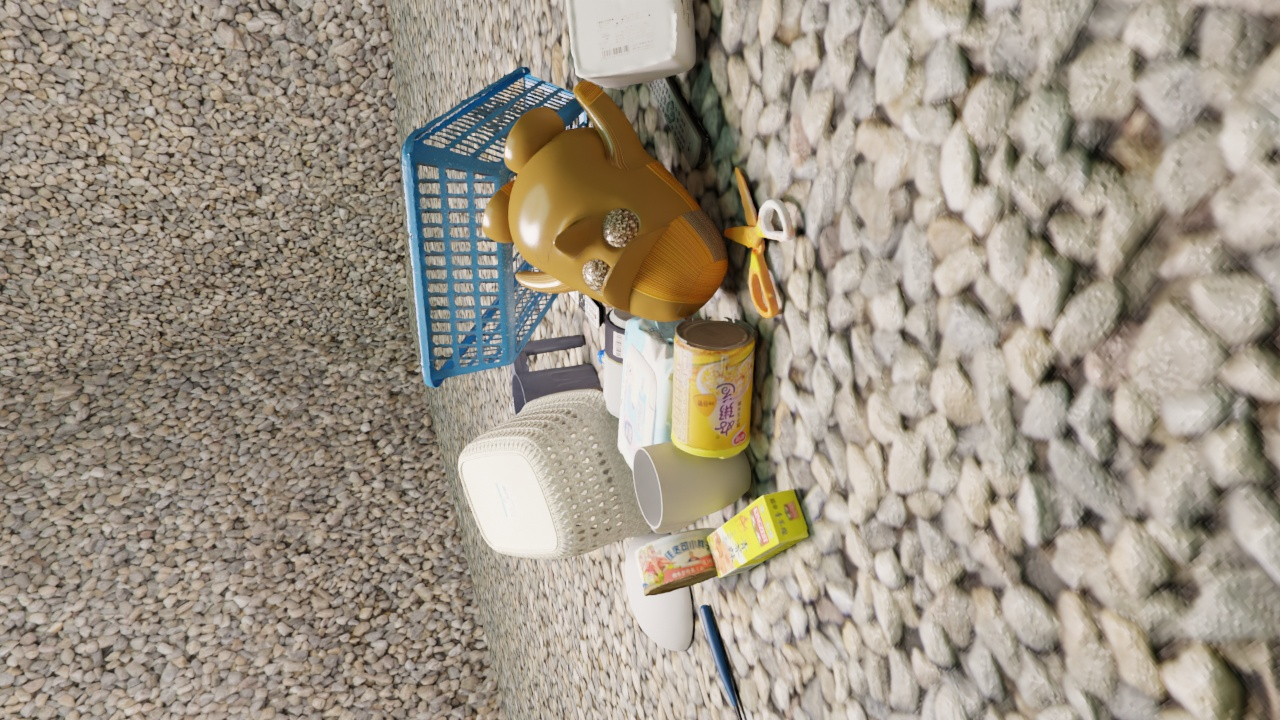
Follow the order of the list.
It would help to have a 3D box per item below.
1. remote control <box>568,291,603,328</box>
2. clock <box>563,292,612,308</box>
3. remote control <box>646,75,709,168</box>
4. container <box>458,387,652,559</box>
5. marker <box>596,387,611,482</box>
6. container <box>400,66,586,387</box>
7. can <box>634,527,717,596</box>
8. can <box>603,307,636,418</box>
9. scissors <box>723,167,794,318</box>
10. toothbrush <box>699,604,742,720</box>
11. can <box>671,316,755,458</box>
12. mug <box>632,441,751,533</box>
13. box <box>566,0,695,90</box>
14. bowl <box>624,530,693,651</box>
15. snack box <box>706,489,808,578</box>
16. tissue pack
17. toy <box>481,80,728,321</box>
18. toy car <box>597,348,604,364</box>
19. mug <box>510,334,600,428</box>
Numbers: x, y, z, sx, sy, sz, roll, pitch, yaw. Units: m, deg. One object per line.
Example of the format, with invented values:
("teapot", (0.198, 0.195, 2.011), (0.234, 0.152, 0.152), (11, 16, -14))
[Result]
("remote control", (-0.071, -0.078, 1.183), (0.124, 0.011, 0.028), (-130, 36, -57))
("clock", (-0.052, -0.118, 0.947), (0.131, 0.086, 0.161), (63, 170, 12))
("remote control", (0.030, -0.225, 0.817), (0.033, 0.013, 0.136), (103, 151, -49))
("container", (-0.098, 0.137, 1.057), (0.247, 0.142, 0.184), (-15, 96, 54))
("marker", (-0.044, 0.095, 1.149), (0.025, 0.025, 0.125), (128, 137, -65))
("container", (-0.136, -0.156, 0.998), (0.361, 0.089, 0.258), (-68, -17, -60))
("can", (0.039, 0.193, 0.876), (0.086, 0.086, 0.043), (120, 138, -62))
("can", (-0.006, 0.005, 0.952), (0.064, 0.064, 0.127), (-125, 31, -52))
("scissors", (0.091, -0.096, 0.704), (0.128, 0.011, 0.125), (125, 134, -67))
("toothbrush", (0.087, 0.325, 0.913), (0.014, 0.014, 0.167), (94, 160, -65))
("can", (0.060, 0.023, 0.765), (0.067, 0.067, 0.105), (-131, 37, -58))
("mug", (0.045, 0.116, 0.816), (0.107, 0.089, 0.071), (99, 154, -43))
("box", (-0.006, -0.288, 0.801), (0.136, 0.126, 0.108), (-6, -90, -67))
("bowl", (0.012, 0.263, 1.055), (0.150, 0.043, 0.149), (170, 90, -71))
("snack box", (0.096, 0.150, 0.779), (0.148, 0.029, 0.040), (121, 136, -63))
("tissue pack", (0.025, 0.041, 0.873), (0.112, 0.070, 0.182), (-126, 33, -55))
("toy", (-0.023, -0.109, 0.779), (0.203, 0.162, 0.199), (36, 124, 17))
("toy car", (-0.027, -0.019, 1.044), (0.092, 0.033, 0.062), (-140, 37, -62))
("mug", (-0.116, 0.030, 1.223), (0.084, 0.104, 0.124), (148, 111, -70))
